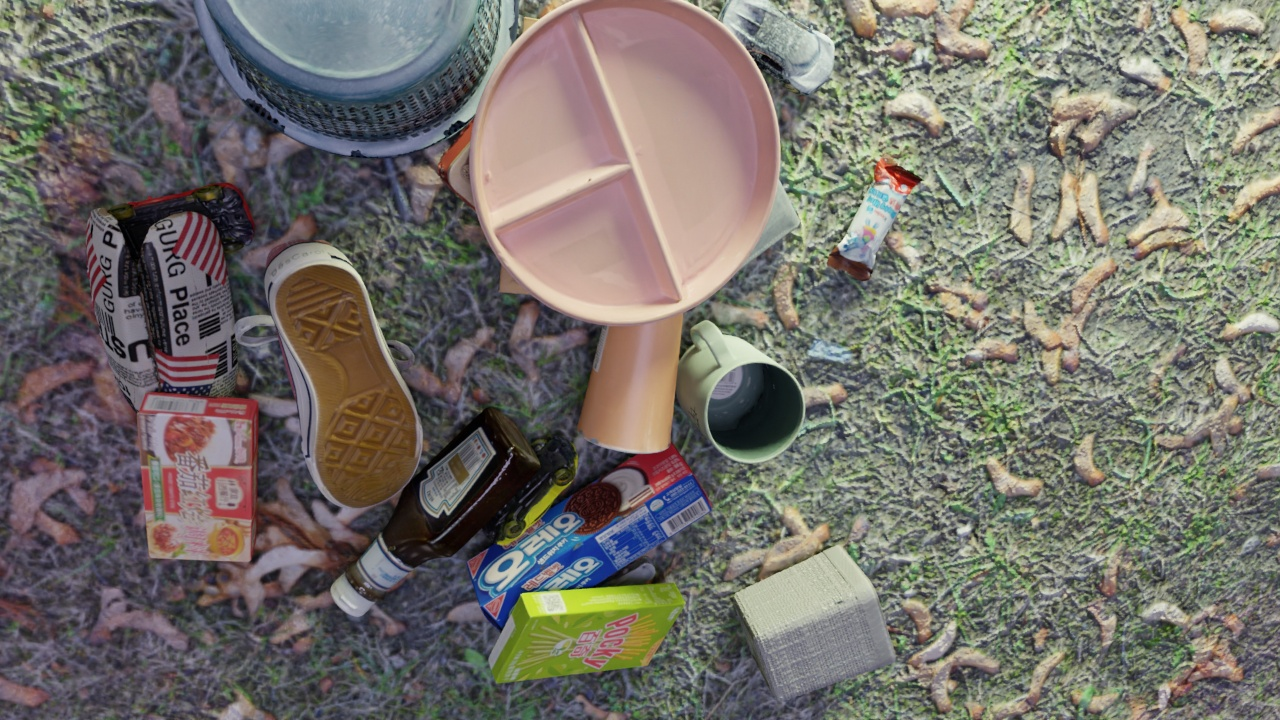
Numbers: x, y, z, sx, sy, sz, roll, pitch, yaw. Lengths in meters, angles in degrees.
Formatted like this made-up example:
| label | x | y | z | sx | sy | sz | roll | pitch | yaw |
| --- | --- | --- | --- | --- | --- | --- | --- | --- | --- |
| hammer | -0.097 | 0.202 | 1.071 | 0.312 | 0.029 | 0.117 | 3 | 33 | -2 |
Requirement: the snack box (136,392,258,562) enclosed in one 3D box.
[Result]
| label | x | y | z | sx | sy | sz | roll | pitch | yaw |
| --- | --- | --- | --- | --- | --- | --- | --- | --- | --- |
| snack box | -0.328 | 0.091 | 0.686 | 0.075 | 0.025 | 0.153 | 7 | 126 | -16 |

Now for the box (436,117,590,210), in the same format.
| label | x | y | z | sx | sy | sz | roll | pitch | yaw |
| --- | --- | --- | --- | --- | --- | --- | --- | --- | --- |
| box | -0.065 | -0.172 | 0.676 | 0.091 | 0.078 | 0.168 | 40 | 91 | -25 |

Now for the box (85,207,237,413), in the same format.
| label | x | y | z | sx | sy | sz | roll | pitch | yaw |
| --- | --- | --- | --- | --- | --- | --- | --- | --- | --- |
| box | -0.337 | -0.032 | 0.658 | 0.086 | 0.076 | 0.162 | -17 | 126 | -38 |

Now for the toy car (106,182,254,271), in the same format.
| label | x | y | z | sx | sy | sz | roll | pitch | yaw |
| --- | --- | --- | --- | --- | --- | --- | --- | --- | --- |
| toy car | -0.335 | -0.096 | 0.660 | 0.106 | 0.031 | 0.049 | -15 | 121 | -5 |

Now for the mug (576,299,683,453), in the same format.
| label | x | y | z | sx | sy | sz | roll | pitch | yaw |
| --- | --- | --- | --- | --- | --- | --- | --- | --- | --- |
| mug | -0.004 | 0.004 | 0.738 | 0.078 | 0.078 | 0.123 | 5 | 105 | -15 |

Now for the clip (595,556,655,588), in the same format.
| label | x | y | z | sx | sy | sz | roll | pitch | yaw |
| --- | --- | --- | --- | --- | --- | --- | --- | --- | --- |
| clip | -0.013 | 0.196 | 0.823 | 0.058 | 0.035 | 0.025 | -32 | 107 | 1 |

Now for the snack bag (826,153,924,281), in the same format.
| label | x | y | z | sx | sy | sz | roll | pitch | yaw |
| --- | --- | --- | --- | --- | --- | --- | --- | --- | --- |
| snack bag | 0.199 | -0.120 | 0.782 | 0.045 | 0.026 | 0.105 | 22 | 101 | -21 |

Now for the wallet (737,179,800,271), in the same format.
| label | x | y | z | sx | sy | sz | roll | pitch | yaw |
| --- | --- | --- | --- | --- | --- | --- | --- | --- | --- |
| wallet | 0.062 | -0.134 | 0.730 | 0.106 | 0.037 | 0.130 | -38 | 117 | -12 |

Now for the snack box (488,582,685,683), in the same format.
| label | x | y | z | sx | sy | sz | roll | pitch | yaw |
| --- | --- | --- | --- | --- | --- | --- | --- | --- | --- |
| snack box | -0.043 | 0.230 | 0.781 | 0.156 | 0.026 | 0.086 | 7 | 124 | -35 |

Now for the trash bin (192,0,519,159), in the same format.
| label | x | y | z | sx | sy | sz | roll | pitch | yaw |
| --- | --- | --- | --- | --- | --- | --- | --- | --- | --- |
| trash bin | -0.179 | -0.239 | 0.574 | 0.226 | 0.195 | 0.227 | -3 | 105 | -13 |

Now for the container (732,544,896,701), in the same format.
| label | x | y | z | sx | sy | sz | roll | pitch | yaw |
| --- | --- | --- | --- | --- | --- | --- | --- | --- | --- |
| container | 0.154 | 0.241 | 0.836 | 0.114 | 0.090 | 0.090 | -21 | 108 | -4 |

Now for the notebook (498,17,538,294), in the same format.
| label | x | y | z | sx | sy | sz | roll | pitch | yaw |
| --- | --- | --- | --- | --- | --- | --- | --- | --- | --- |
| notebook | -0.029 | -0.150 | 0.730 | 0.149 | 0.012 | 0.211 | 4 | 103 | -13 |

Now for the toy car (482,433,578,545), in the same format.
| label | x | y | z | sx | sy | sz | roll | pitch | yaw |
| --- | --- | --- | --- | --- | --- | --- | --- | --- | --- |
| toy car | -0.090 | 0.109 | 0.767 | 0.105 | 0.048 | 0.032 | -48 | 137 | 2 |

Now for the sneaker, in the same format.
| label | x | y | z | sx | sy | sz | roll | pitch | yaw |
| --- | --- | --- | --- | --- | --- | --- | --- | --- | --- |
| sneaker | -0.227 | 0.007 | 0.686 | 0.118 | 0.088 | 0.241 | -20 | 132 | -19 |

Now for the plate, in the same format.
| label | x | y | z | sx | sy | sz | roll | pitch | yaw |
| --- | --- | --- | --- | --- | --- | --- | --- | --- | --- |
| plate | -0.008 | -0.138 | 0.648 | 0.229 | 0.028 | 0.230 | -6 | 108 | -18 |

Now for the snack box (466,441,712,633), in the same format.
| label | x | y | z | sx | sy | sz | roll | pitch | yaw |
| --- | --- | --- | --- | --- | --- | --- | --- | --- | --- |
| snack box | -0.044 | 0.150 | 0.774 | 0.207 | 0.058 | 0.057 | -32 | 130 | -3 |

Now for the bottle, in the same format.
| label | x | y | z | sx | sy | sz | roll | pitch | yaw |
| --- | --- | --- | --- | --- | --- | --- | --- | --- | --- |
| bottle | -0.168 | 0.126 | 0.735 | 0.195 | 0.080 | 0.044 | -44 | 132 | 3 |

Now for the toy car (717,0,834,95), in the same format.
| label | x | y | z | sx | sy | sz | roll | pitch | yaw |
| --- | --- | --- | --- | --- | --- | --- | --- | --- | --- |
| toy car | 0.109 | -0.250 | 0.725 | 0.105 | 0.031 | 0.049 | 25 | 98 | -19 |

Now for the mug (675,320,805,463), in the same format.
| label | x | y | z | sx | sy | sz | roll | pitch | yaw |
| --- | --- | --- | --- | --- | --- | --- | --- | --- | --- |
| mug | 0.070 | 0.016 | 0.746 | 0.082 | 0.106 | 0.112 | -30 | 109 | -3 |
